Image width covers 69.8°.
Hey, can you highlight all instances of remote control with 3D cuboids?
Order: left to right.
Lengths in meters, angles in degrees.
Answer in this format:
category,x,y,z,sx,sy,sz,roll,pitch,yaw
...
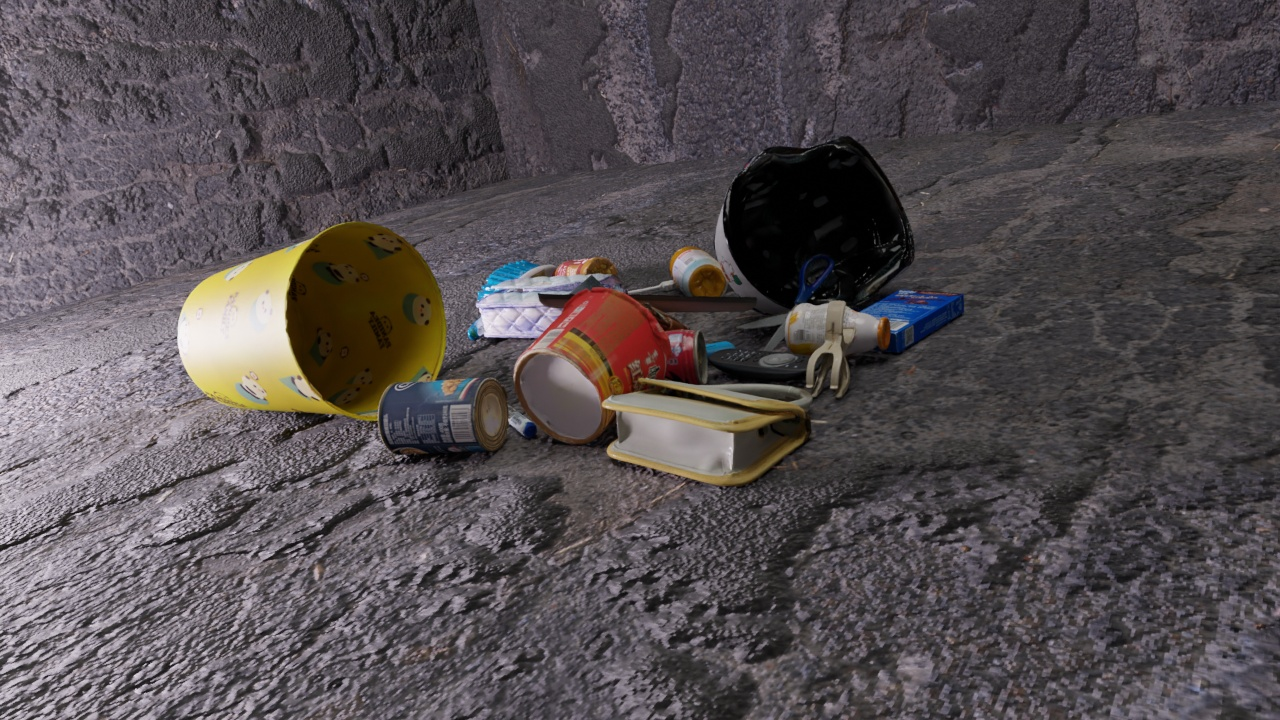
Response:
category,x,y,z,sx,sy,sz,roll,pitch,yaw
remote control,0.135,0.006,0.990,0.137,0.024,0.053,7,22,40

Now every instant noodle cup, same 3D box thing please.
category,x,y,z,sx,sy,sz,roll,pitch,yaw
instant noodle cup,-0.054,0.010,0.916,0.138,0.138,0.108,3,30,35

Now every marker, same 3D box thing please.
category,x,y,z,sx,sy,sz,roll,pitch,yaw
marker,-0.143,0.058,0.994,0.016,0.017,0.146,-17,19,-23

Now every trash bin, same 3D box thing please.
category,x,y,z,sx,sy,sz,roll,pitch,yaw
trash bin,-0.410,-0.036,1.122,0.256,0.230,0.228,-5,17,34

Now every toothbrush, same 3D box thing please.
category,x,y,z,sx,sy,sz,roll,pitch,yaw
toothbrush,-0.029,-0.100,1.433,0.180,0.016,0.016,-13,24,-12

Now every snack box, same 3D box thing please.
category,x,y,z,sx,sy,sz,roll,pitch,yaw
snack box,0.301,-0.048,1.065,0.085,0.026,0.156,9,25,45

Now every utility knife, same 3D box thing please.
category,x,y,z,sx,sy,sz,roll,pitch,yaw
utility knife,-0.006,0.006,1.083,0.238,0.018,0.034,-10,18,4

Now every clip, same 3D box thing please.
category,x,y,z,sx,sy,sz,roll,pitch,yaw
clip,0.195,-0.009,0.922,0.035,0.071,0.099,2,55,33

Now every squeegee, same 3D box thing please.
category,x,y,z,sx,sy,sz,roll,pitch,yaw
squeegee,0.011,-0.051,1.153,0.248,0.040,0.249,1,-2,2

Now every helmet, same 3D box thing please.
category,x,y,z,sx,sy,sz,roll,pitch,yaw
helmet,0.203,-0.154,1.186,0.273,0.230,0.157,-27,-4,-22

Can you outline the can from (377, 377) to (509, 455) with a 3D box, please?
category,x,y,z,sx,sy,sz,roll,pitch,yaw
can,-0.197,0.057,0.928,0.111,0.075,0.075,-3,19,19

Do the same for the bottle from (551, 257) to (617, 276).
category,x,y,z,sx,sy,sz,roll,pitch,yaw
bottle,-0.097,-0.135,1.490,0.057,0.057,0.175,-18,10,-24

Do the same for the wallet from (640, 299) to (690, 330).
category,x,y,z,sx,sy,sz,roll,pitch,yaw
wallet,0.001,-0.034,1.055,0.119,0.035,0.130,-9,-17,29

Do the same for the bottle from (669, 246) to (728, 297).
category,x,y,z,sx,sy,sz,roll,pitch,yaw
bottle,0.082,-0.133,1.387,0.068,0.068,0.189,-11,17,-5

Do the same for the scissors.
category,x,y,z,sx,sy,sz,roll,pitch,yaw
scissors,0.187,-0.060,1.068,0.162,0.164,0.012,12,-13,-20

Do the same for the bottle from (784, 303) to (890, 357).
category,x,y,z,sx,sy,sz,roll,pitch,yaw
bottle,0.214,-0.031,0.998,0.109,0.063,0.063,3,21,31

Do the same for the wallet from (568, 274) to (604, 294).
category,x,y,z,sx,sy,sz,roll,pitch,yaw
wallet,-0.051,-0.062,1.212,0.019,0.097,0.120,-45,4,26

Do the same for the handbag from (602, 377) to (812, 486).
category,x,y,z,sx,sy,sz,roll,pitch,yaw
handbag,0.074,0.045,0.846,0.164,0.063,0.178,10,22,40

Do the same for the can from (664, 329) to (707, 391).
category,x,y,z,sx,sy,sz,roll,pitch,yaw
can,0.022,0.001,0.997,0.094,0.066,0.066,-6,18,14

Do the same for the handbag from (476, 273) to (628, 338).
category,x,y,z,sx,sy,sz,roll,pitch,yaw
handbag,-0.132,-0.082,1.333,0.194,0.075,0.133,1,20,29

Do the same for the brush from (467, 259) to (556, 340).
category,x,y,z,sx,sy,sz,roll,pitch,yaw
brush,-0.223,-0.099,1.482,0.110,0.060,0.313,4,24,27
